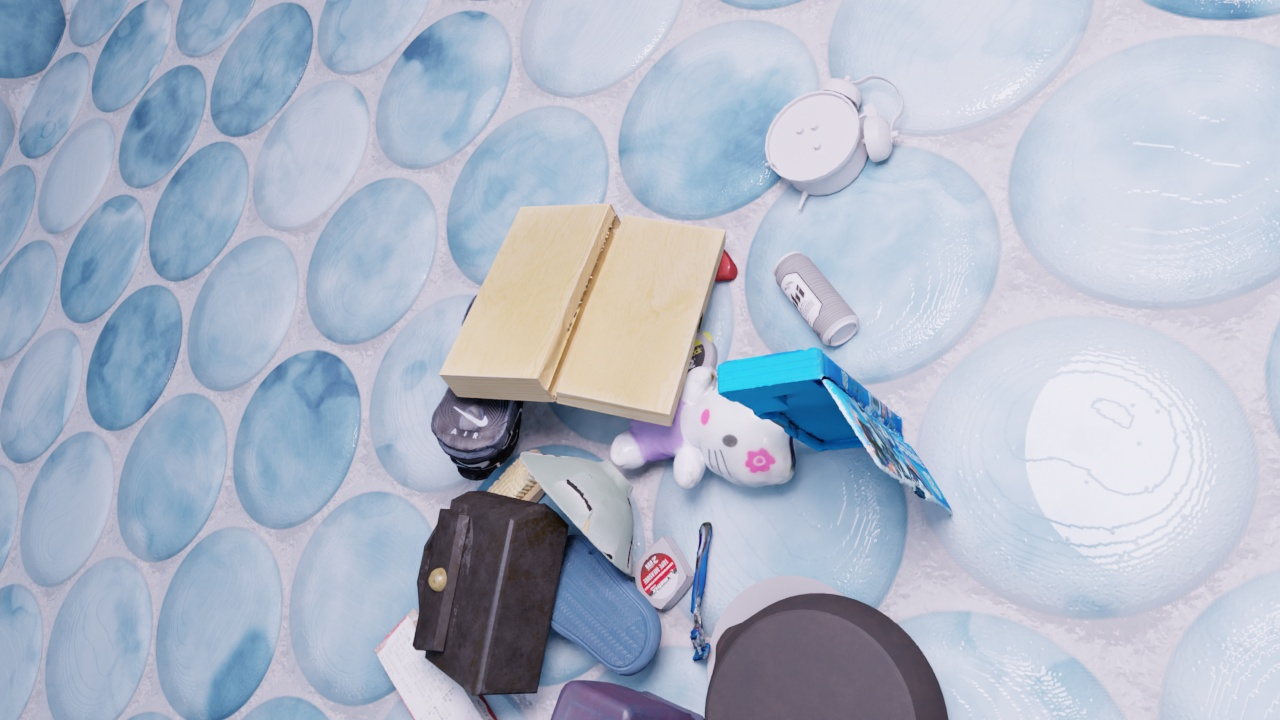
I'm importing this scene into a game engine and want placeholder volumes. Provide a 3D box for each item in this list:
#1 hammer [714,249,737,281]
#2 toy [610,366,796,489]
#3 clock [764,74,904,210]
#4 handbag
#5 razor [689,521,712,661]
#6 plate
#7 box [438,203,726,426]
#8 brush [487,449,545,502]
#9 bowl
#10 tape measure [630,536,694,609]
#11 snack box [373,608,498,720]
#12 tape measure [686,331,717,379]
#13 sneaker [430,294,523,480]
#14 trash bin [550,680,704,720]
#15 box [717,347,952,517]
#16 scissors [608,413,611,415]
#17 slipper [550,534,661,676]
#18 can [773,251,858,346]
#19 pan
[{"bbox_3d":[-0.030,-0.105,1.114,0.316,0.036,0.126,2,77,31],"label":"hammer"},{"bbox_3d":[0.071,0.069,0.961,0.210,0.085,0.137,1,77,33],"label":"toy"},{"bbox_3d":[0.209,-0.248,0.996,0.159,0.061,0.120,-39,58,16],"label":"clock"},{"bbox_3d":[-0.190,0.242,1.015,0.200,0.102,0.197,3,80,49],"label":"handbag"},{"bbox_3d":[0.061,0.234,0.942,0.018,0.044,0.140,9,67,-9],"label":"razor"},{"bbox_3d":[0.146,0.295,0.876,0.173,0.019,0.172,-11,68,28],"label":"plate"},{"bbox_3d":[-0.056,-0.059,0.994,0.257,0.076,0.246,10,58,14],"label":"box"},{"bbox_3d":[-0.155,0.160,1.094,0.117,0.039,0.049,-47,57,15],"label":"brush"},{"bbox_3d":[-0.046,0.140,0.966,0.068,0.174,0.174,-41,56,-4],"label":"bowl"},{"bbox_3d":[0.024,0.227,0.973,0.060,0.020,0.062,-47,55,16],"label":"tape measure"},{"bbox_3d":[-0.210,0.409,1.043,0.076,0.044,0.273,-48,57,2],"label":"snack box"},{"bbox_3d":[0.057,0.001,1.032,0.064,0.016,0.065,-25,62,22],"label":"tape measure"},{"bbox_3d":[-0.175,0.038,1.107,0.097,0.151,0.251,10,52,0],"label":"sneaker"},{"bbox_3d":[-0.015,0.361,0.865,0.094,0.161,0.092,11,73,34],"label":"trash bin"},{"bbox_3d":[0.186,0.053,0.797,0.167,0.243,0.075,27,89,35],"label":"box"},{"bbox_3d":[-0.016,0.005,1.081,0.073,0.016,0.134,33,97,30],"label":"scissors"},{"bbox_3d":[-0.045,0.257,0.983,0.214,0.059,0.103,25,85,49],"label":"slipper"},{"bbox_3d":[0.183,-0.065,0.961,0.044,0.044,0.106,-40,57,14],"label":"can"},{"bbox_3d":[0.120,0.378,0.824,0.249,0.043,0.356,34,93,35],"label":"pan"}]
